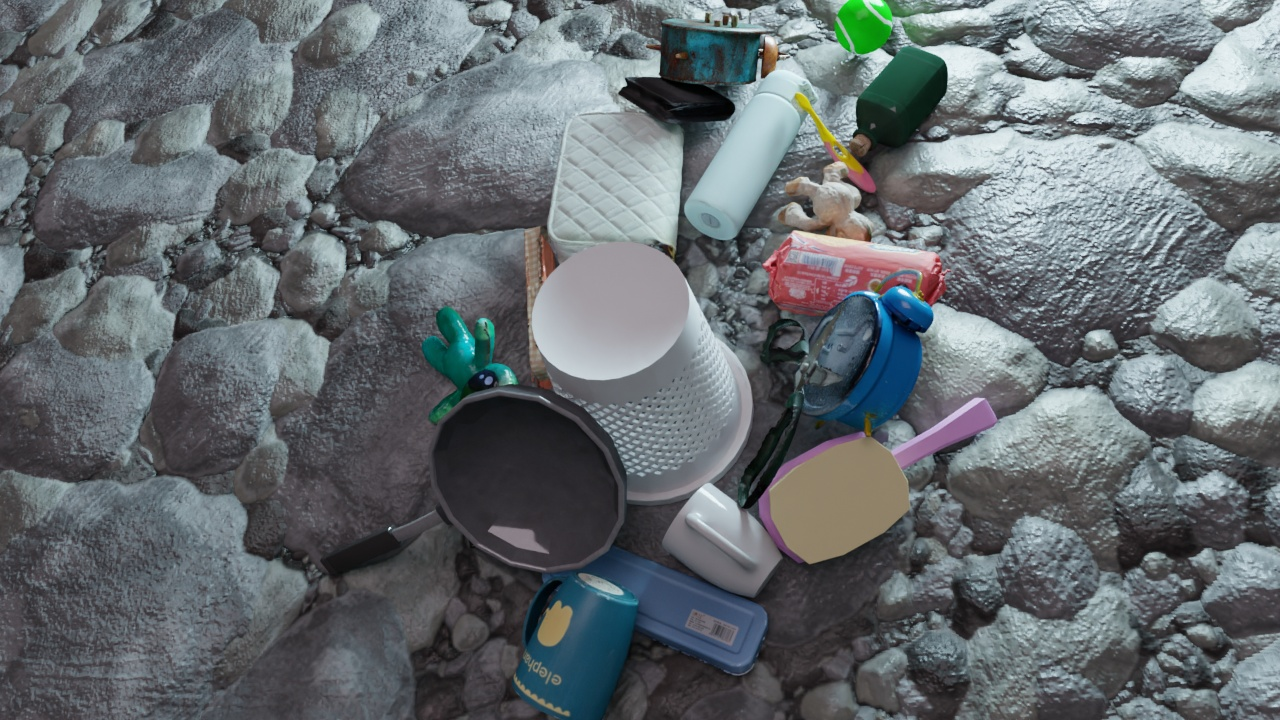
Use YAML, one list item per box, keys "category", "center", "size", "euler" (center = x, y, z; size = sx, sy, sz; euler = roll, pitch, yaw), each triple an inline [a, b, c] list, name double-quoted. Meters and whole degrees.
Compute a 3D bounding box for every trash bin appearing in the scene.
- category: "trash bin"
  center: [-0.005, 0.005, 0.832]
  size: [0.196, 0.200, 0.195]
  euler: [-6, 60, 10]

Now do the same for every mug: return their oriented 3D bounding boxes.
- category: "mug"
  center: [-0.059, 0.231, 0.777]
  size: [0.112, 0.084, 0.104]
  euler: [23, 89, 48]
- category: "mug"
  center: [0.072, 0.157, 0.785]
  size: [0.089, 0.107, 0.071]
  euler: [35, 85, 19]

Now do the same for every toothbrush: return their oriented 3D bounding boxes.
- category: "toothbrush"
  center: [0.207, -0.233, 0.987]
  size: [0.021, 0.016, 0.135]
  euler: [-41, 94, -22]

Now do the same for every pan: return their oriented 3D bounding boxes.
- category: "pan"
  center: [-0.163, 0.131, 0.824]
  size: [0.358, 0.178, 0.041]
  euler: [-26, 15, 28]

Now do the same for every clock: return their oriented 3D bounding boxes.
- category: "clock"
  center: [0.098, -0.363, 1.059]
  size: [0.157, 0.073, 0.121]
  euler: [-6, 26, -21]
- category: "clock"
  center: [0.199, -0.012, 0.809]
  size: [0.060, 0.117, 0.161]
  euler: [27, 85, -16]

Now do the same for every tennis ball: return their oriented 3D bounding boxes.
- category: "tennis ball"
  center: [0.258, -0.389, 1.064]
  size: [0.065, 0.065, 0.065]
  euler: [-6, 60, 10]

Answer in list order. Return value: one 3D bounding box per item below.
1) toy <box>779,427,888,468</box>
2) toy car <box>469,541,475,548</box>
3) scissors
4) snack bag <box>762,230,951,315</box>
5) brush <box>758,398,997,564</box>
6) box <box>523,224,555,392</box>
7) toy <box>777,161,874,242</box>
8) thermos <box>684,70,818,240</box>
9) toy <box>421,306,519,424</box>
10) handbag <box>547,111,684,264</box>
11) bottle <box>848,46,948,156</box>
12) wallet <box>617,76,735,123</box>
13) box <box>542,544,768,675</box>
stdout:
- category: "toy"
  center: [0.177, 0.090, 0.840]
  size: [0.111, 0.030, 0.049]
  euler: [-35, 85, -8]
- category: "toy car"
  center: [-0.127, 0.147, 0.872]
  size: [0.092, 0.037, 0.040]
  euler: [-29, 57, 27]
- category: "scissors"
  center: [0.126, 0.034, 0.834]
  size: [0.015, 0.202, 0.202]
  euler: [27, 91, -12]
- category: "snack bag"
  center: [0.208, -0.078, 0.901]
  size: [0.176, 0.082, 0.082]
  euler: [12, 65, 20]
- category: "brush"
  center: [0.213, 0.096, 0.802]
  size: [0.228, 0.043, 0.089]
  euler: [-28, 87, -3]
- category: "box"
  center: [-0.103, -0.053, 0.967]
  size: [0.048, 0.085, 0.186]
  euler: [-7, 58, 2]
- category: "toy"
  center: [0.207, -0.154, 0.954]
  size: [0.085, 0.074, 0.106]
  euler: [-29, 62, -18]
- category: "thermos"
  center: [0.123, -0.230, 1.010]
  size: [0.078, 0.065, 0.206]
  euler: [7, 59, 49]
- category: "toy"
  center: [-0.165, 0.023, 0.942]
  size: [0.193, 0.072, 0.131]
  euler: [49, 120, 33]
- category: "handbag"
  center: [-0.023, -0.183, 1.017]
  size: [0.139, 0.072, 0.194]
  euler: [4, 62, 6]
- category: "bottle"
  center: [0.273, -0.274, 0.999]
  size: [0.061, 0.061, 0.131]
  euler: [33, 74, 29]
- category: "wallet"
  center: [0.043, -0.305, 1.058]
  size: [0.114, 0.026, 0.089]
  euler: [-17, 45, -41]
- category: "box"
  center: [0.011, 0.215, 0.821]
  size: [0.210, 0.037, 0.065]
  euler: [18, 61, 20]
